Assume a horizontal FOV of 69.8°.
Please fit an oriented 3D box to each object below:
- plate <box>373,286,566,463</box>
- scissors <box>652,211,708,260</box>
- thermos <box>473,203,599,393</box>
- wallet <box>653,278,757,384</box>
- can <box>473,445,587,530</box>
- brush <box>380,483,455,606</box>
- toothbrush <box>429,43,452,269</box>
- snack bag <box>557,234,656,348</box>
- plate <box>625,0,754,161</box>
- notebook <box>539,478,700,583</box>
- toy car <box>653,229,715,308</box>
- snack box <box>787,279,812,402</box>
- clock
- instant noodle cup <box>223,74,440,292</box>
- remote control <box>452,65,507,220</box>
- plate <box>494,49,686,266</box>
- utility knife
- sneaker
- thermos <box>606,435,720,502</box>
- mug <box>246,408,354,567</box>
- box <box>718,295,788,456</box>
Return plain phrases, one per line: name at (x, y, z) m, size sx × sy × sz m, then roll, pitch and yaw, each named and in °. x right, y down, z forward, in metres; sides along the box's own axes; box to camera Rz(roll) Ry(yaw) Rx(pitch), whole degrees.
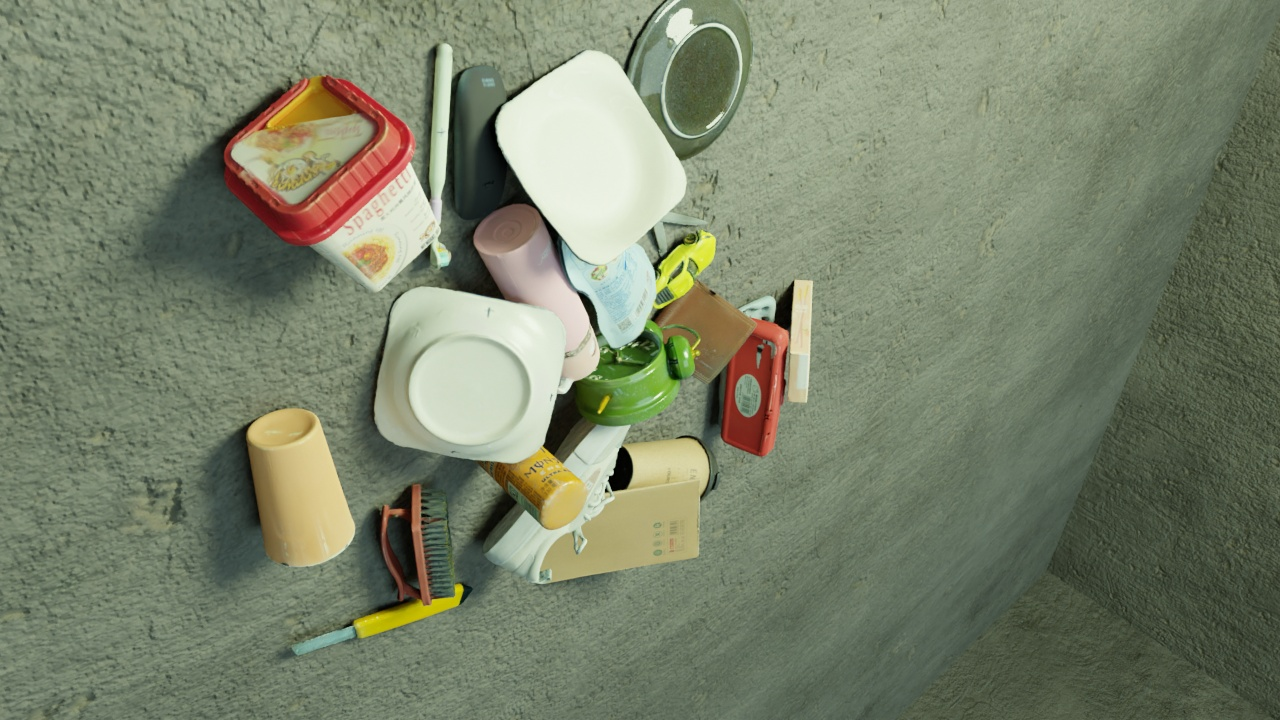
plate at (-0.155, 0.021, 0.837) m, size 0.164 × 0.034 × 0.164 m, roll 10°, pitch 110°, yaw -13°
scissors at (0.016, -0.158, 0.970) m, size 0.180 × 0.014 × 0.160 m, roll -14°, pitch 138°, yaw -39°
thermos at (-0.097, -0.050, 0.885) m, size 0.199 × 0.067 × 0.087 m, roll 69°, pitch 33°, yaw -48°
wallet at (0.068, -0.035, 1.097) m, size 0.124 × 0.032 × 0.101 m, roll 32°, pitch 97°, yaw -37°
can at (-0.118, 0.108, 0.924) m, size 0.058 × 0.146 × 0.058 m, roll -28°, pitch 136°, yaw -31°
brush at (-0.230, 0.200, 0.953) m, size 0.069 × 0.063 × 0.146 m, roll -4°, pitch 128°, yaw -10°
toothbrush at (-0.166, -0.167, 0.766) m, size 0.020 × 0.029 × 0.190 m, roll 6°, pitch 119°, yaw -5°
snack bag at (-0.031, -0.097, 0.916) m, size 0.110 × 0.039 × 0.191 m, roll -59°, pitch 151°, yaw -17°
plate at (0.057, -0.280, 0.916) m, size 0.179 × 0.024 × 0.180 m, roll -28°, pitch 136°, yaw -31°
notebook at (-0.028, 0.212, 1.136) m, size 0.207 × 0.008 × 0.148 m, roll -8°, pitch 130°, yaw -7°
toy car at (0.047, -0.101, 1.030) m, size 0.105 × 0.032 × 0.048 m, roll -45°, pitch 146°, yaw -2°
snack box at (0.210, -0.027, 1.204) m, size 0.156 × 0.026 × 0.085 m, roll -77°, pitch 166°, yaw -48°
clock at (-0.006, 0.006, 0.998) m, size 0.161 × 0.116 × 0.056 m, roll -32°, pitch 128°, yaw -23°
instant noodle cup at (-0.217, -0.123, 0.676) m, size 0.116 × 0.116 × 0.124 m, roll -46°, pitch 155°, yaw -12°
remote control at (-0.135, -0.181, 0.783) m, size 0.053 × 0.024 × 0.137 m, roll -22°, pitch 133°, yaw -37°
plate at (-0.047, -0.178, 0.823) m, size 0.163 × 0.034 × 0.163 m, roll -44°, pitch 108°, yaw -33°
utility knife at (-0.275, 0.278, 0.993) m, size 0.222 × 0.015 × 0.033 m, roll -7°, pitch 123°, yaw -48°
sneaker at (-0.070, 0.149, 1.033) m, size 0.090 × 0.089 × 0.242 m, roll 38°, pitch 93°, yaw -13°
thermos at (0.024, 0.139, 1.160) m, size 0.143 × 0.093 × 0.093 m, roll 7°, pitch 112°, yaw -42°
mug at (-0.296, 0.107, 0.793) m, size 0.078 × 0.078 × 0.123 m, roll -24°, pitch 129°, yaw -35°
box at (0.157, 0.017, 1.220) m, size 0.100 × 0.095 × 0.202 m, roll -43°, pitch 144°, yaw -45°
